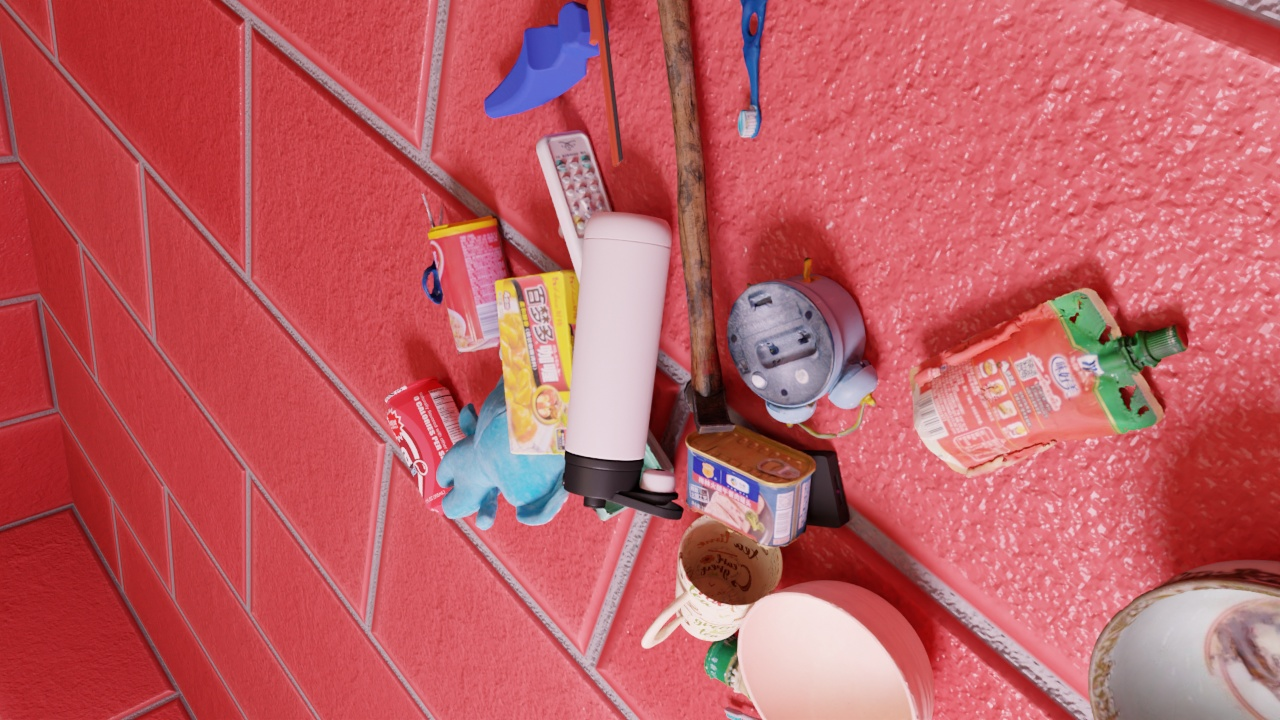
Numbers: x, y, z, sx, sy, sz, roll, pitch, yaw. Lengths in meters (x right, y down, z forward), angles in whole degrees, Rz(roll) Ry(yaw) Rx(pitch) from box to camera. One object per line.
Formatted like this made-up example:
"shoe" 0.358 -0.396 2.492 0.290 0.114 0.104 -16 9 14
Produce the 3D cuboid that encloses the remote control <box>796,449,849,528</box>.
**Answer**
"remote control" 0.100 0.098 0.720 0.134 0.013 0.058 -3 103 47

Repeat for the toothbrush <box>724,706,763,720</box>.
"toothbrush" 0.142 0.318 0.760 0.188 0.018 0.019 3 109 46

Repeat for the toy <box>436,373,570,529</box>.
"toy" -0.124 0.094 0.892 0.181 0.114 0.183 -39 52 29

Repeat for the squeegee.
"squeegee" -0.072 -0.241 0.738 0.185 0.055 0.249 -19 74 49

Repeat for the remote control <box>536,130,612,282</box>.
"remote control" -0.048 -0.123 0.762 0.022 0.050 0.133 -13 95 52

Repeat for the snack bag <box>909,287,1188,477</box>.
"snack bag" 0.233 0.014 0.530 0.156 0.044 0.087 -29 89 44

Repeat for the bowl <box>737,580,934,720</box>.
"bowl" 0.152 0.222 0.668 0.153 0.076 0.153 21 121 40

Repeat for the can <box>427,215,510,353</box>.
"can" -0.159 -0.073 0.887 0.067 0.066 0.124 -2 104 47

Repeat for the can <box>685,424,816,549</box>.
"can" 0.080 0.093 0.687 0.100 0.053 0.059 22 121 40

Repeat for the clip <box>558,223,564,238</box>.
"clip" -0.064 -0.131 0.789 0.023 0.043 0.060 -5 115 44

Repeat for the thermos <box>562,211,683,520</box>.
"thermos" -0.004 0.004 0.720 0.101 0.068 0.230 7 92 7

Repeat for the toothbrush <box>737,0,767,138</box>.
"toothbrush" 0.076 -0.216 0.617 0.021 0.016 0.132 20 120 38

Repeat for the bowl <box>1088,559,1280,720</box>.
"bowl" 0.319 0.164 0.452 0.160 0.093 0.160 20 119 41

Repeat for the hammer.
"hammer" 0.038 -0.112 0.656 0.120 0.033 0.330 -104 8 -81

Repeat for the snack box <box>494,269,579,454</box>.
"snack box" -0.082 0.003 0.777 0.075 0.025 0.152 -4 92 33

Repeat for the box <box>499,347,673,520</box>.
"box" -0.039 0.032 0.793 0.188 0.077 0.092 57 150 16

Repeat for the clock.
"clock" 0.114 -0.004 0.636 0.089 0.051 0.124 -22 90 47

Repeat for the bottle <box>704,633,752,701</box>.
"bottle" 0.105 0.268 0.761 0.110 0.042 0.043 21 120 39

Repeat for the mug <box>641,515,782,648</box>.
"mug" 0.049 0.190 0.731 0.081 0.121 0.097 43 148 23

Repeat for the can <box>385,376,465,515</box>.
"can" -0.226 0.095 1.021 0.075 0.074 0.142 -33 81 48

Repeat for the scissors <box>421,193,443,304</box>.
"scissors" -0.201 -0.104 0.914 0.014 0.117 0.130 -8 107 9
